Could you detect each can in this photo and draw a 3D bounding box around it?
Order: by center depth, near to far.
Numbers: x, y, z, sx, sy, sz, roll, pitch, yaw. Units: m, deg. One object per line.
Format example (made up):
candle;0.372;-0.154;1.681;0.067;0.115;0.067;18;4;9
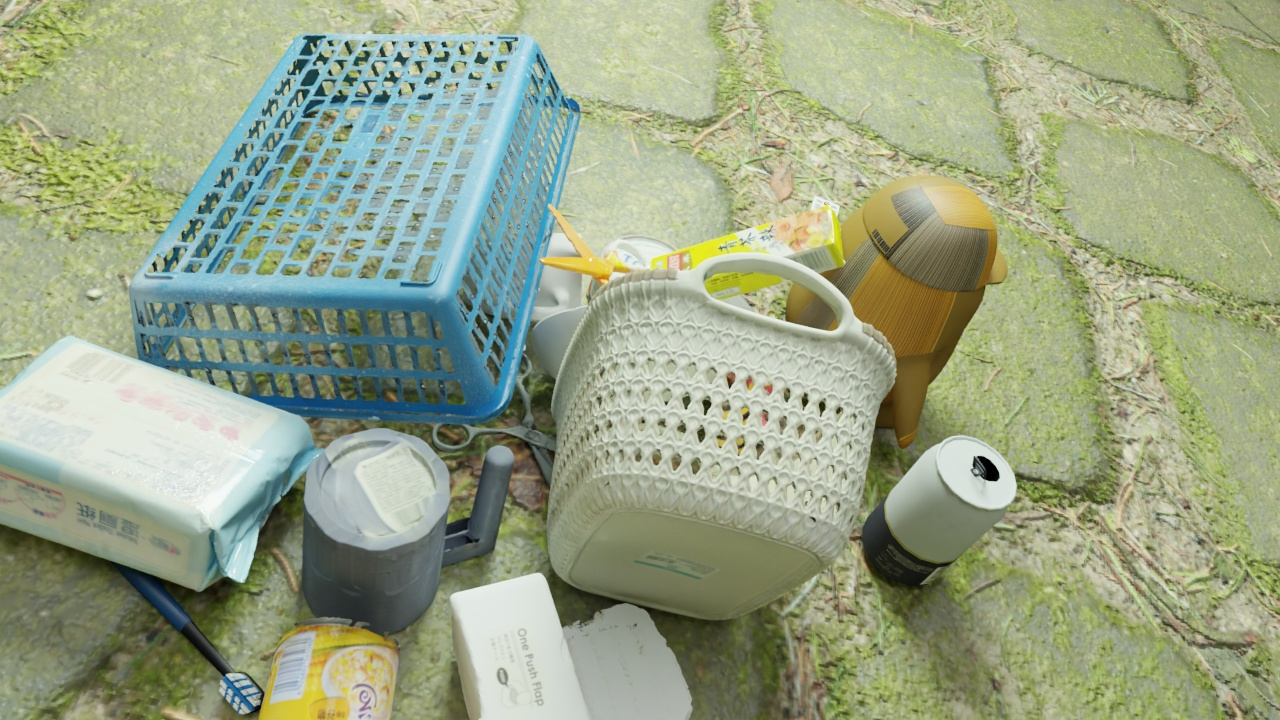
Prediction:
can;-0.165;0.196;0.477;0.067;0.068;0.104;9;49;-12
can;0.209;0.104;0.643;0.064;0.128;0.064;10;49;-11
can;0.001;-0.061;0.768;0.086;0.043;0.086;9;52;-12

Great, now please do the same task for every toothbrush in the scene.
toothbrush;-0.272;0.139;0.524;0.168;0.014;0.014;39;84;15

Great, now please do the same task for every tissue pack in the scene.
tissue pack;-0.291;0.060;0.539;0.182;0.070;0.111;21;32;-4

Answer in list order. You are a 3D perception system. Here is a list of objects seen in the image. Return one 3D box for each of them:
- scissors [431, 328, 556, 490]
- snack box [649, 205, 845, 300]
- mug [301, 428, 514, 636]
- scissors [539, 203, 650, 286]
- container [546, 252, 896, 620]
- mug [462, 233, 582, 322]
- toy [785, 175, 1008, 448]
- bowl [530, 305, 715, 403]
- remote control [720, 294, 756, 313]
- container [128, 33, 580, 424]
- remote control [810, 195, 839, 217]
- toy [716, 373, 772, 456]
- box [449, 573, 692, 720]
scissors;-0.081;0.044;0.669;0.141;0.014;0.173;5;51;-21
snack box;0.079;-0.075;0.699;0.148;0.029;0.040;-15;51;22
mug;-0.137;0.097;0.545;0.123;0.104;0.083;-12;55;-27
scissors;-0.027;-0.070;0.695;0.125;0.011;0.127;53;34;-7
container;0.033;0.060;0.551;0.184;0.247;0.142;15;62;-6
mug;-0.091;-0.057;0.705;0.089;0.071;0.107;1;28;-7
toy;0.205;-0.056;0.725;0.162;0.204;0.198;-5;53;-23
bowl;-0.004;0.004;0.654;0.149;0.150;0.043;5;72;-15
remote control;0.067;-0.058;0.777;0.033;0.013;0.136;3;27;-18
container;-0.196;-0.125;0.673;0.257;0.089;0.361;2;48;6
remote control;0.171;-0.118;0.895;0.028;0.012;0.124;23;48;0
toy;0.081;0.026;0.711;0.046;0.084;0.103;0;45;25
box;-0.031;0.183;0.523;0.136;0.126;0.108;-11;56;-15
